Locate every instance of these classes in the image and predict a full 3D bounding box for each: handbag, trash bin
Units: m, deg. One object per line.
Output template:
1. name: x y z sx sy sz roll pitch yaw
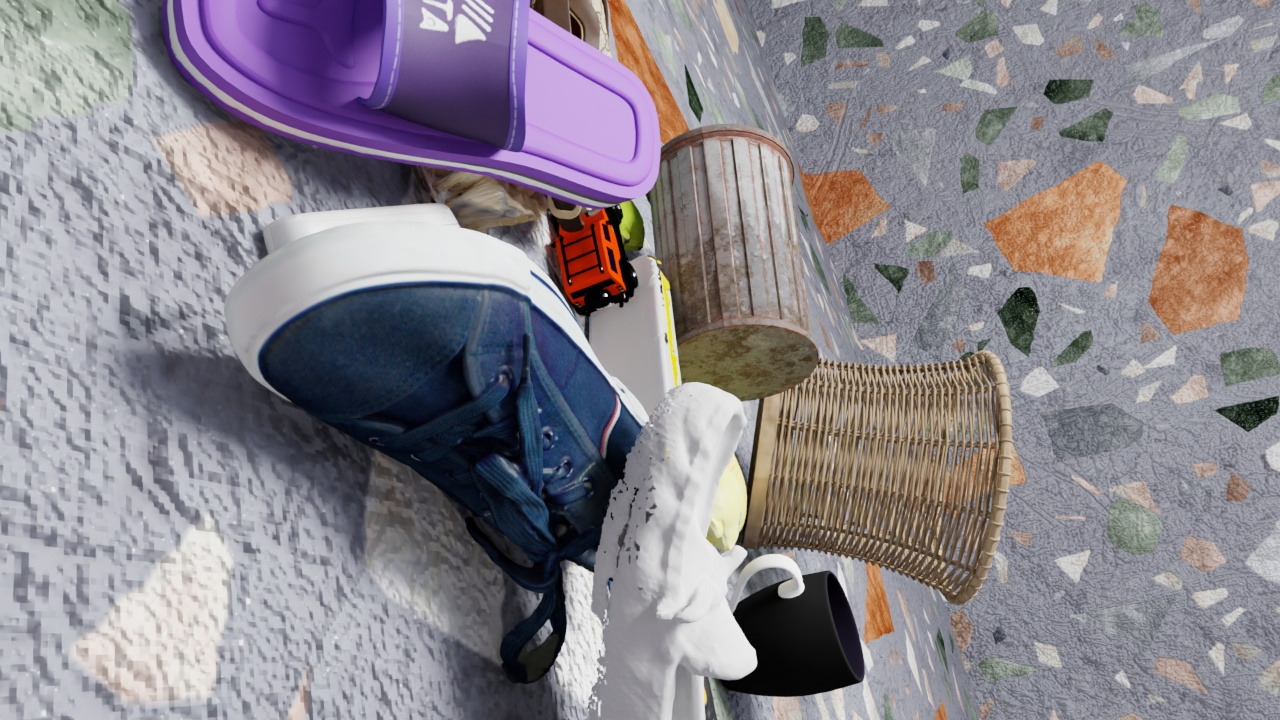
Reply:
1. handbag: -0.050 -0.169 0.605 0.138 0.063 0.166 -75 167 -83
2. trash bin: 0.072 -0.087 0.763 0.131 0.131 0.210 45 36 -52

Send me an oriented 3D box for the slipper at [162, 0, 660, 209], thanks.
1. slipper: -0.068 -0.144 0.434 0.266 0.084 0.107 10 76 -46

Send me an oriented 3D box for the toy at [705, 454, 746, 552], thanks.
1. toy: 0.040 0.079 0.710 0.170 0.064 0.154 53 9 -48

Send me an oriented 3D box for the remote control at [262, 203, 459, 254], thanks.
1. remote control: -0.119 -0.043 0.436 0.060 0.025 0.138 68 20 -5

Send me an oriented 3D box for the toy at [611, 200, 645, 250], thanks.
1. toy: -0.026 -0.137 0.789 0.093 0.036 0.094 57 15 -20

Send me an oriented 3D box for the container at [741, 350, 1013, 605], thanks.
1. container: 0.202 0.091 0.835 0.227 0.196 0.227 10 88 -84

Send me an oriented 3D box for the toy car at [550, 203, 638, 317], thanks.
1. toy car: -0.037 -0.083 0.672 0.049 0.051 0.100 39 36 -61

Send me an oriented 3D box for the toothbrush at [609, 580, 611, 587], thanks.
1. toothbrush: -0.022 0.102 0.579 0.016 0.014 0.166 18 53 -67

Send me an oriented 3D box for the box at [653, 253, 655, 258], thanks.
1. box: 0.074 -0.040 0.864 0.083 0.111 0.190 46 33 -47

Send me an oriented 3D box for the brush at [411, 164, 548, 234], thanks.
1. brush: -0.109 -0.191 0.568 0.083 0.057 0.270 43 32 -56

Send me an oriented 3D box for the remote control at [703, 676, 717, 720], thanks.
1. remote control: 0.026 0.194 0.613 0.041 0.020 0.152 11 61 -70

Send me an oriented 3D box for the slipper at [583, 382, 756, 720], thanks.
1. slipper: 0.014 0.133 0.411 0.112 0.074 0.246 40 57 -82

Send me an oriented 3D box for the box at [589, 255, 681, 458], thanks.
1. box: -0.003 0.004 0.640 0.033 0.064 0.209 51 22 -36

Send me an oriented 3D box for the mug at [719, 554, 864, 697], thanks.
1. mug: 0.100 0.198 0.688 0.119 0.100 0.084 62 20 -21

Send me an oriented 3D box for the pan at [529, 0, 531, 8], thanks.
1. pan: -0.052 -0.266 0.755 0.178 0.041 0.357 56 -1 45

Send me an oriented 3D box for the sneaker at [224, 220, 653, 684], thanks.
1. sneaker: -0.055 0.052 0.399 0.294 0.121 0.127 46 17 -57
